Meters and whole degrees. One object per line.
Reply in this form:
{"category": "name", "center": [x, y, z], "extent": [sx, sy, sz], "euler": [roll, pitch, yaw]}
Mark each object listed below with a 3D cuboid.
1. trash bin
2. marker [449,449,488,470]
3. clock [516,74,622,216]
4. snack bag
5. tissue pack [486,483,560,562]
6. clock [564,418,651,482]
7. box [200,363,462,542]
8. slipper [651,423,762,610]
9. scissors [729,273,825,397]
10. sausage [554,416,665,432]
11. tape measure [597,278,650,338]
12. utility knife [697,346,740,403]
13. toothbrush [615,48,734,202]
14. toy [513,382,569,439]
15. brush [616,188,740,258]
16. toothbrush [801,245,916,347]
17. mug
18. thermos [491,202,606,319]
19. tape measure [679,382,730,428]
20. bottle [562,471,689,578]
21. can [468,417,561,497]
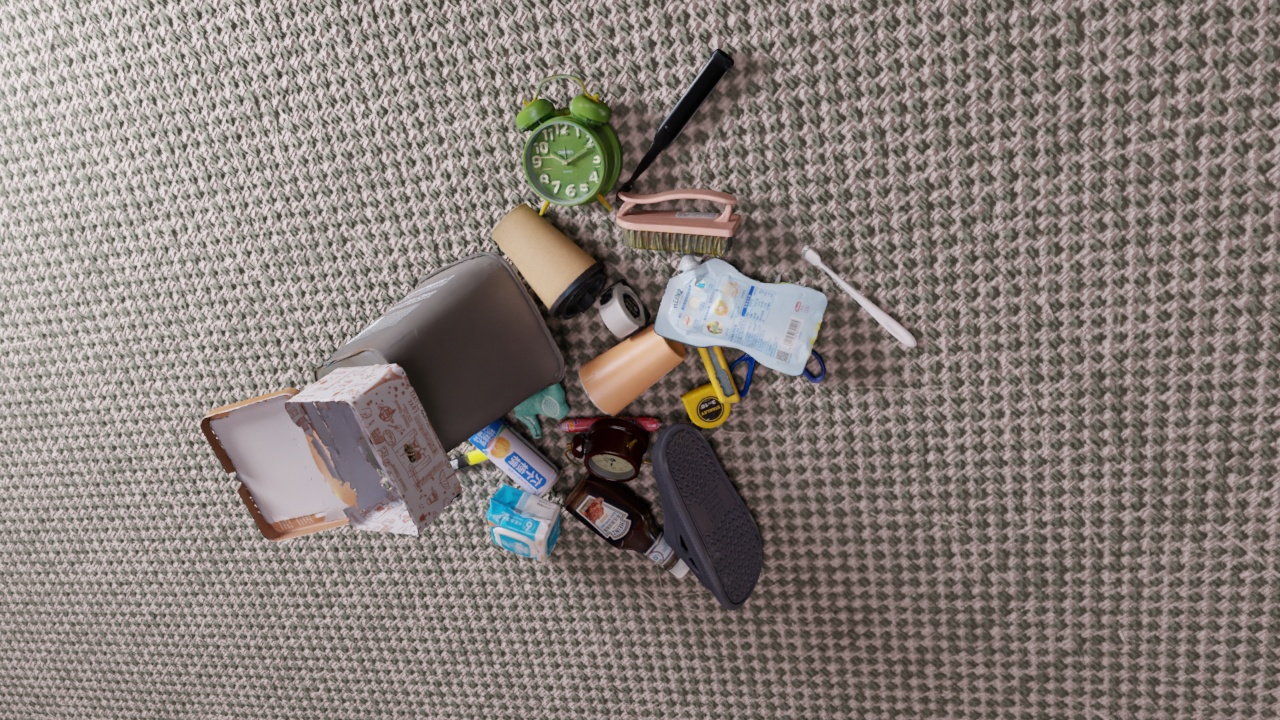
{"category": "trash bin", "center": [-0.250, 0.008, 1.123], "extent": [0.200, 0.219, 0.198], "euler": [-15, 109, 41]}
{"category": "marker", "center": [-0.257, 0.146, 1.324], "extent": [0.124, 0.015, 0.018], "euler": [-21, 105, 25]}
{"category": "clock", "center": [-0.085, -0.253, 1.080], "extent": [0.116, 0.056, 0.161], "euler": [-2, 112, 15]}
{"category": "snack bag", "center": [0.120, -0.056, 1.103], "extent": [0.191, 0.038, 0.110], "euler": [18, 104, 6]}
{"category": "tissue pack", "center": [-0.163, 0.230, 1.278], "extent": [0.090, 0.063, 0.140], "euler": [20, 152, 6]}
{"category": "clock", "center": [-0.044, 0.121, 1.218], "extent": [0.122, 0.055, 0.082], "euler": [-9, 138, 27]}
{"category": "box", "center": [-0.349, 0.109, 1.033], "extent": [0.273, 0.106, 0.178], "euler": [-10, 113, 26]}
{"category": "slipper", "center": [0.078, 0.204, 1.221], "extent": [0.083, 0.110, 0.268], "euler": [-7, 113, 50]}
{"category": "scissors", "center": [0.158, -0.022, 1.138], "extent": [0.162, 0.012, 0.176], "euler": [26, 116, 4]}
{"category": "sausage", "center": [-0.042, 0.086, 1.235], "extent": [0.156, 0.020, 0.020], "euler": [-2, 112, 16]}
{"category": "tape measure", "center": [-0.023, -0.062, 1.140], "extent": [0.034, 0.065, 0.066], "euler": [-31, 102, 26]}
{"category": "utility knife", "center": [0.089, -0.015, 1.145], "extent": [0.033, 0.015, 0.154], "euler": [-24, 99, -8]}
{"category": "toothbrush", "center": [0.033, -0.264, 1.059], "extent": [0.026, 0.027, 0.213], "euler": [35, 119, -11]}
{"category": "toy", "center": [-0.138, 0.064, 1.248], "extent": [0.092, 0.030, 0.096], "euler": [-6, 118, 23]}
{"category": "brush", "center": [0.042, -0.166, 1.080], "extent": [0.146, 0.063, 0.073], "euler": [7, 118, 14]}
{"category": "toothbrush", "center": [0.260, -0.075, 1.087], "extent": [0.180, 0.016, 0.016], "euler": [40, 119, -6]}
{"category": "mug", "center": [-0.007, 0.007, 1.163], "extent": [0.123, 0.078, 0.078], "euler": [-34, 101, 20]}
{"category": "thermos", "center": [-0.113, -0.122, 1.131], "extent": [0.143, 0.092, 0.093], "euler": [45, 117, 3]}
{"category": "tape measure", "center": [0.086, 0.057, 1.180], "extent": [0.060, 0.029, 0.057], "euler": [-23, 107, 2]}
{"category": "bottle", "center": [-0.012, 0.232, 1.278], "extent": [0.195, 0.043, 0.080], "euler": [37, 121, -4]}
{"category": "can", "center": [-0.175, 0.131, 1.272], "extent": [0.134, 0.053, 0.053], "euler": [42, 117, -5]}
